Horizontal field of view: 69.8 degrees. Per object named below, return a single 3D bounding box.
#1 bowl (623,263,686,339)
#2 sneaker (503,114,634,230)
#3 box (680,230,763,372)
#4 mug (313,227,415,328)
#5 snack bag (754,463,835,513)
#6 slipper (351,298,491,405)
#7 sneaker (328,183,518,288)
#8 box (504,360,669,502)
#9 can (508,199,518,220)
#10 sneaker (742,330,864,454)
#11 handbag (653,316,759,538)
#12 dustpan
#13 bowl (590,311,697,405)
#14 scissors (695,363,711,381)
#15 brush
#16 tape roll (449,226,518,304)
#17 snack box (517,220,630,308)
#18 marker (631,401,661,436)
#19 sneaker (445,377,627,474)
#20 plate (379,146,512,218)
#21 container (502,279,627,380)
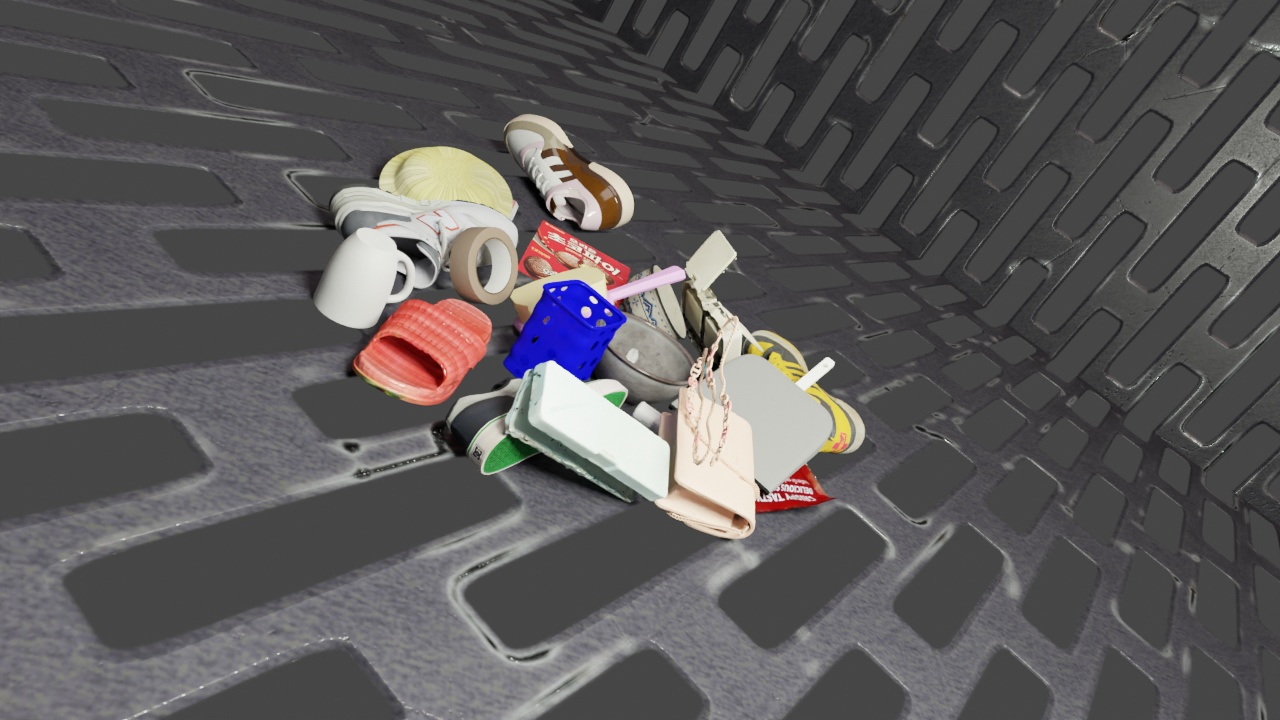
[{"bbox_3d":[0.015,-0.073,1.307,0.115,0.059,0.115,-21,90,-76],"label":"bowl"},{"bbox_3d":[-0.152,-0.309,1.557,0.294,0.112,0.116,42,46,20],"label":"sneaker"},{"bbox_3d":[0.120,-0.080,1.321,0.080,0.182,0.143,-16,49,-16],"label":"box"},{"bbox_3d":[-0.284,-0.091,0.982,0.107,0.090,0.071,-2,42,-51],"label":"mug"},{"bbox_3d":[0.151,0.106,1.169,0.138,0.067,0.207,6,36,-32],"label":"snack bag"},{"bbox_3d":[-0.216,-0.026,0.981,0.103,0.059,0.248,32,23,0],"label":"slipper"},{"bbox_3d":[-0.256,-0.137,1.124,0.239,0.089,0.124,8,38,-27],"label":"sneaker"},{"bbox_3d":[-0.042,0.073,0.900,0.073,0.086,0.199,19,-13,47],"label":"box"},{"bbox_3d":[-0.232,-0.229,1.345,0.096,0.054,0.054,26,25,-14],"label":"can"},{"bbox_3d":[0.203,0.046,1.310,0.121,0.086,0.238,-1,39,-48],"label":"sneaker"},{"bbox_3d":[0.103,0.087,0.985,0.116,0.188,0.198,24,37,-14],"label":"handbag"},{"bbox_3d":[0.177,0.054,1.186,0.163,0.033,0.256,42,54,20],"label":"dustpan"},{"bbox_3d":[-0.007,0.007,1.156,0.145,0.067,0.144,26,25,-14],"label":"bowl"},{"bbox_3d":[0.080,0.017,1.249,0.129,0.135,0.019,-16,95,-41],"label":"scissors"},{"bbox_3d":[-0.052,-0.091,1.158,0.228,0.043,0.089,-20,26,-14],"label":"brush"},{"bbox_3d":[-0.189,-0.115,1.114,0.030,0.094,0.093,6,10,30],"label":"tape roll"},{"bbox_3d":[-0.095,-0.135,1.353,0.152,0.036,0.132,28,25,-9],"label":"snack box"},{"bbox_3d":[0.046,0.095,1.107,0.126,0.025,0.025,35,25,6],"label":"marker"},{"bbox_3d":[-0.102,0.047,0.954,0.079,0.084,0.234,43,30,22],"label":"sneaker"},{"bbox_3d":[-0.266,-0.249,1.276,0.184,0.036,0.184,11,49,-13],"label":"plate"},{"bbox_3d":[-0.088,-0.022,1.056,0.084,0.114,0.085,41,26,17],"label":"container"}]
